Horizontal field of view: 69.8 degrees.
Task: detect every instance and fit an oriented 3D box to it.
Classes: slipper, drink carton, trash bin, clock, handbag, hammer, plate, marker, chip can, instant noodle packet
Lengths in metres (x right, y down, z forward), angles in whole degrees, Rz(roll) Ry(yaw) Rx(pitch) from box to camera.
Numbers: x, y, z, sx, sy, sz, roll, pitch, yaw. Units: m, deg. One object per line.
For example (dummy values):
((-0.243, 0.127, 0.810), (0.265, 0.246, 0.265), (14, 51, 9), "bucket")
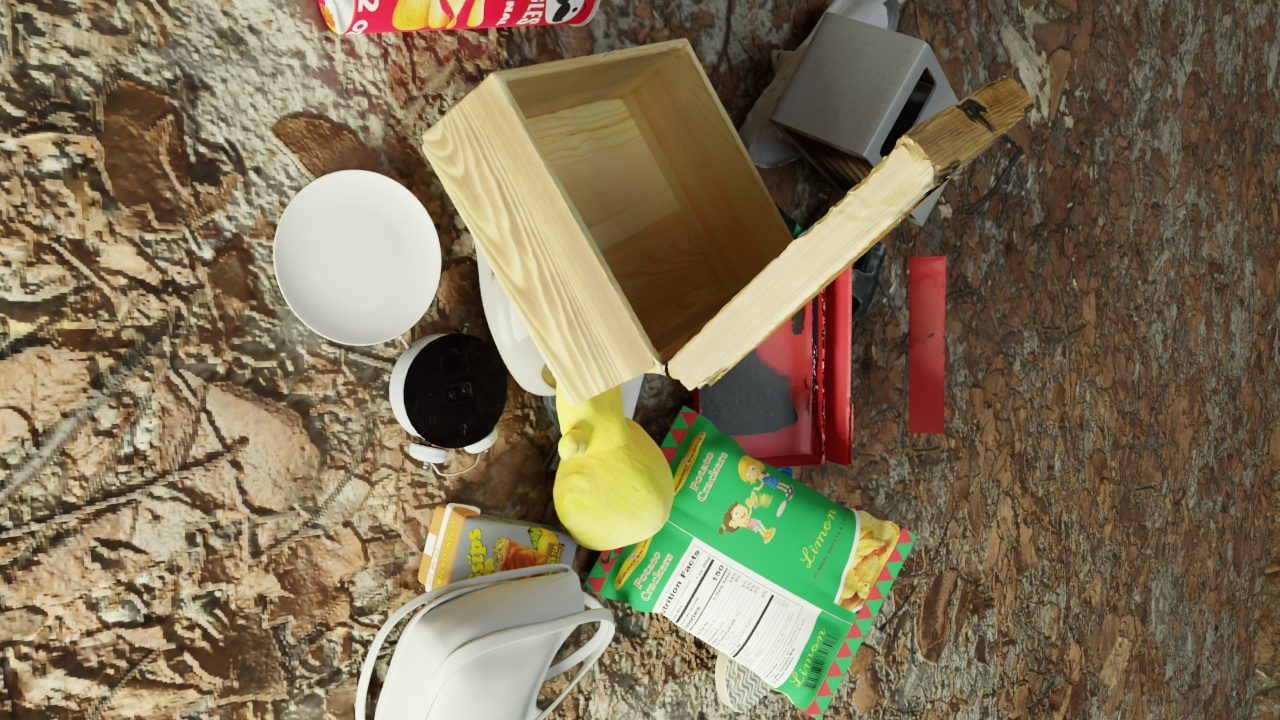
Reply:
((-0.082, -0.096, 0.770), (0.112, 0.081, 0.266), (-35, 115, -55), "slipper")
((0.184, -0.307, 0.987), (0.246, 0.075, 0.112), (-52, 133, -14), "slipper")
((-0.122, 0.170, 0.796), (0.124, 0.049, 0.076), (18, 83, -40), "drink carton")
((0.248, -0.244, 0.961), (0.228, 0.114, 0.114), (18, 102, -58), "trash bin")
((-0.158, 0.035, 0.761), (0.094, 0.035, 0.123), (-13, 104, -38), "clock")
((-0.115, 0.265, 0.786), (0.222, 0.095, 0.216), (-3, 123, -46), "handbag")
((0.165, -0.140, 1.019), (0.318, 0.032, 0.130), (30, 76, -37), "hammer")
((-0.219, -0.079, 0.714), (0.134, 0.011, 0.134), (-5, 97, -40), "plate")
((-0.005, 0.005, 0.894), (0.027, 0.023, 0.133), (27, 76, -60), "marker")
((-0.137, -0.296, 0.722), (0.220, 0.069, 0.069), (-18, 106, -37), "chip can")
((0.104, 0.189, 0.870), (0.253, 0.090, 0.195), (29, 86, 5), "instant noodle packet")
((0.169, 0.303, 1.053), (0.262, 0.052, 0.115), (-25, 112, -40), "slipper")

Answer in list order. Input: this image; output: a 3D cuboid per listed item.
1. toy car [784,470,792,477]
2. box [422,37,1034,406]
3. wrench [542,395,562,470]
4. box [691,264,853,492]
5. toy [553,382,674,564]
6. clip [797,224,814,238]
((0.131, 0.162, 1.011), (0.056, 0.044, 0.120), (28, 77, -38), "toy car")
((0.090, -0.137, 0.678), (0.278, 0.336, 0.286), (-36, 100, -53), "box")
((-0.027, 0.139, 0.890), (0.073, 0.022, 0.273), (-43, 119, -27), "wrench")
((0.132, 0.008, 0.891), (0.165, 0.153, 0.214), (-1, 98, 0), "box")
((-0.028, 0.083, 0.803), (0.133, 0.092, 0.208), (-51, 128, -51), "toy")
((0.221, -0.141, 1.024), (0.101, 0.058, 0.052), (-37, 91, -30), "clip")
